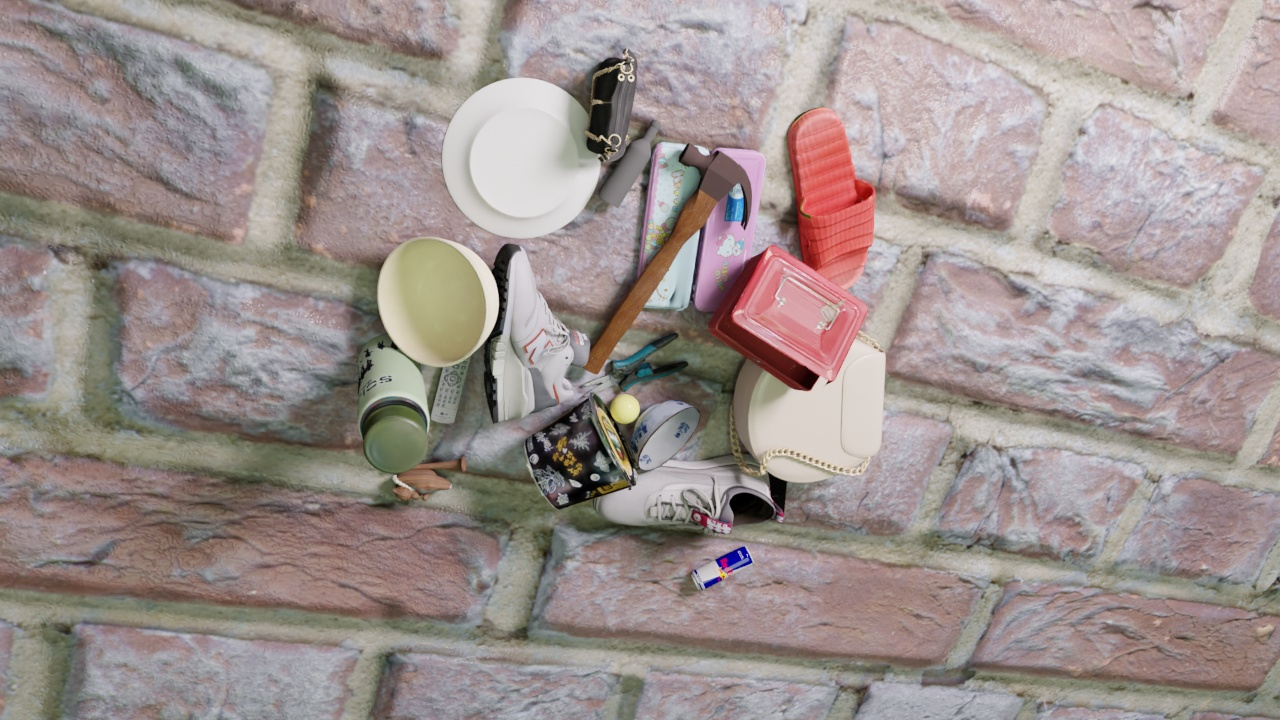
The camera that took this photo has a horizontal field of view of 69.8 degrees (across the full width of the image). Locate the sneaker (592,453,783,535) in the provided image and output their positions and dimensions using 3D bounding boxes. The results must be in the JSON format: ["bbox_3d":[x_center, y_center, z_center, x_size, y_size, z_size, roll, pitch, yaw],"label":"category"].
[{"bbox_3d":[0.068,0.200,1.271,0.263,0.128,0.097,-4,113,-13],"label":"sneaker"}]

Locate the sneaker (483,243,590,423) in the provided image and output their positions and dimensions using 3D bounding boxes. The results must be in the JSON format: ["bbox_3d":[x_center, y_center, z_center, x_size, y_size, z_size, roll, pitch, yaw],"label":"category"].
[{"bbox_3d":[-0.125,-0.031,1.144,0.124,0.088,0.240,-1,121,-21],"label":"sneaker"}]

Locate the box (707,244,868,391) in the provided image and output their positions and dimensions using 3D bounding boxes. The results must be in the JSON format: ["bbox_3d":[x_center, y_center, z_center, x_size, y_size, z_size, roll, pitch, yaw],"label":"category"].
[{"bbox_3d":[0.184,-0.050,1.163,0.157,0.110,0.134,33,75,-5],"label":"box"}]

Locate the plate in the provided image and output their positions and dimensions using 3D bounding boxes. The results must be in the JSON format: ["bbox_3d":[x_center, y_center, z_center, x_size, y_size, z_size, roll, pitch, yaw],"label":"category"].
[{"bbox_3d":[-0.137,-0.234,1.083,0.188,0.016,0.189,-6,114,-14],"label":"plate"}]

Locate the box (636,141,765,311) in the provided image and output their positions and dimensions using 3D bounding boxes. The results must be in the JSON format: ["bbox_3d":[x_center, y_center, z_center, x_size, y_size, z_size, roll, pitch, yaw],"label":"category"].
[{"bbox_3d":[0.074,-0.165,1.171,0.150,0.035,0.214,2,112,-13],"label":"box"}]

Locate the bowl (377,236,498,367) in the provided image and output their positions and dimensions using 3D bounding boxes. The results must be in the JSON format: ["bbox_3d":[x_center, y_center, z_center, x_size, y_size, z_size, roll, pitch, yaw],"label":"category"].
[{"bbox_3d":[-0.226,-0.073,1.079,0.151,0.075,0.151,6,104,22],"label":"bowl"}]

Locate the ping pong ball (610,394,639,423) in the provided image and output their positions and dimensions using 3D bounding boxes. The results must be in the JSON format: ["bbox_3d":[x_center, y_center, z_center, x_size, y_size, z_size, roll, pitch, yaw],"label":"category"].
[{"bbox_3d":[-0.021,0.065,1.235,0.040,0.040,0.040,-6,114,-14],"label":"ping pong ball"}]

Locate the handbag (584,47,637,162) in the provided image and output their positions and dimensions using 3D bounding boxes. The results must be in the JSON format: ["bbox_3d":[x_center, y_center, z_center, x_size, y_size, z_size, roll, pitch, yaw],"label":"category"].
[{"bbox_3d":[-0.028,-0.291,1.052,0.054,0.079,0.128,8,101,-17],"label":"handbag"}]

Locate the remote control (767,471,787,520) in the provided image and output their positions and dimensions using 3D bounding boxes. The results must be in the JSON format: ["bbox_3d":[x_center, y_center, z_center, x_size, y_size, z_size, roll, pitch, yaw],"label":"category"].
[{"bbox_3d":[0.200,0.169,1.360,0.034,0.013,0.150,-5,113,-15],"label":"remote control"}]

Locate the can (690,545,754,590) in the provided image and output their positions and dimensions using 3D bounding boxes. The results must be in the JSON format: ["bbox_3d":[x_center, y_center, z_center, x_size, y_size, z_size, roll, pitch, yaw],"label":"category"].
[{"bbox_3d":[0.124,0.315,1.390,0.095,0.032,0.032,-26,117,-5],"label":"can"}]

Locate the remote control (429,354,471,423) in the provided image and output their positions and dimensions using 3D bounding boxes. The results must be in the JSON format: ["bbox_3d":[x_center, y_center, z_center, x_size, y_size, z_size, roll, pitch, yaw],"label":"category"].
[{"bbox_3d":[-0.237,0.017,1.164,0.033,0.013,0.137,11,109,-20],"label":"remote control"}]

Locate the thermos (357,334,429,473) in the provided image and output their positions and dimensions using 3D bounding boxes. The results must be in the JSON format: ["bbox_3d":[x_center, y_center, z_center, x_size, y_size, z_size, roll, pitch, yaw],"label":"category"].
[{"bbox_3d":[-0.282,0.050,1.043,0.082,0.231,0.082,-7,115,-15],"label":"thermos"}]

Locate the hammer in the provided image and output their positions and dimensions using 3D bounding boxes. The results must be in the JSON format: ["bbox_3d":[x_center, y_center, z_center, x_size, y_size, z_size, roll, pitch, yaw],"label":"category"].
[{"bbox_3d":[0.023,-0.115,1.153,0.115,0.033,0.323,31,107,-14],"label":"hammer"}]

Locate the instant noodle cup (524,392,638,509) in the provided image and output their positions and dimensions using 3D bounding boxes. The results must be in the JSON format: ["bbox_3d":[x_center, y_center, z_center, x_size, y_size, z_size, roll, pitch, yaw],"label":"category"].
[{"bbox_3d":[-0.081,0.127,1.200,0.112,0.137,0.137,-27,118,7],"label":"instant noodle cup"}]

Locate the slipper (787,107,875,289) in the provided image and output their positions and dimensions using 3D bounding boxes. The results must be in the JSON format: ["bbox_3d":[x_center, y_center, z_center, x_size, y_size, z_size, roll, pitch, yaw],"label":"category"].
[{"bbox_3d":[0.253,-0.201,1.191,0.103,0.059,0.249,-18,115,-8],"label":"slipper"}]

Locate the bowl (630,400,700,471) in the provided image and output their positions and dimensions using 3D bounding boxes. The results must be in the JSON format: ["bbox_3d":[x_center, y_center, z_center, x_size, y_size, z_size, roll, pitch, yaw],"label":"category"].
[{"bbox_3d":[0.025,0.093,1.245,0.114,0.045,0.114,-35,152,-22],"label":"bowl"}]

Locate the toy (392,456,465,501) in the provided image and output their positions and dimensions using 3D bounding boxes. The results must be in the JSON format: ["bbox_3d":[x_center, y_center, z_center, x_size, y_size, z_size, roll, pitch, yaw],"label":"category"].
[{"bbox_3d":[-0.280,0.156,1.198,0.102,0.041,0.055,-2,91,-7],"label":"toy"}]

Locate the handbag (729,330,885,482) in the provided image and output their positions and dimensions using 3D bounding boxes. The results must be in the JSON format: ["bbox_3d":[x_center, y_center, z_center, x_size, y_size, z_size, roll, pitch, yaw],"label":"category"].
[{"bbox_3d":[0.238,0.063,1.269,0.208,0.103,0.211,-7,110,-13],"label":"handbag"}]

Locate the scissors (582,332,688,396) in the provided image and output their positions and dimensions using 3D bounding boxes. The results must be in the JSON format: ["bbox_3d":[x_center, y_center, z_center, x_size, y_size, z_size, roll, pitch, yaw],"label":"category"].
[{"bbox_3d":[-0.001,0.012,1.230,0.148,0.019,0.124,14,109,-19],"label":"scissors"}]

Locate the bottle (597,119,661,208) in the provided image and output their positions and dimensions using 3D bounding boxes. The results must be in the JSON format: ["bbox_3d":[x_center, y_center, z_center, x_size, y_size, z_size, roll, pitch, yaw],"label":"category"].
[{"bbox_3d":[-0.009,-0.240,1.111,0.030,0.030,0.113,28,102,-25],"label":"bottle"}]
